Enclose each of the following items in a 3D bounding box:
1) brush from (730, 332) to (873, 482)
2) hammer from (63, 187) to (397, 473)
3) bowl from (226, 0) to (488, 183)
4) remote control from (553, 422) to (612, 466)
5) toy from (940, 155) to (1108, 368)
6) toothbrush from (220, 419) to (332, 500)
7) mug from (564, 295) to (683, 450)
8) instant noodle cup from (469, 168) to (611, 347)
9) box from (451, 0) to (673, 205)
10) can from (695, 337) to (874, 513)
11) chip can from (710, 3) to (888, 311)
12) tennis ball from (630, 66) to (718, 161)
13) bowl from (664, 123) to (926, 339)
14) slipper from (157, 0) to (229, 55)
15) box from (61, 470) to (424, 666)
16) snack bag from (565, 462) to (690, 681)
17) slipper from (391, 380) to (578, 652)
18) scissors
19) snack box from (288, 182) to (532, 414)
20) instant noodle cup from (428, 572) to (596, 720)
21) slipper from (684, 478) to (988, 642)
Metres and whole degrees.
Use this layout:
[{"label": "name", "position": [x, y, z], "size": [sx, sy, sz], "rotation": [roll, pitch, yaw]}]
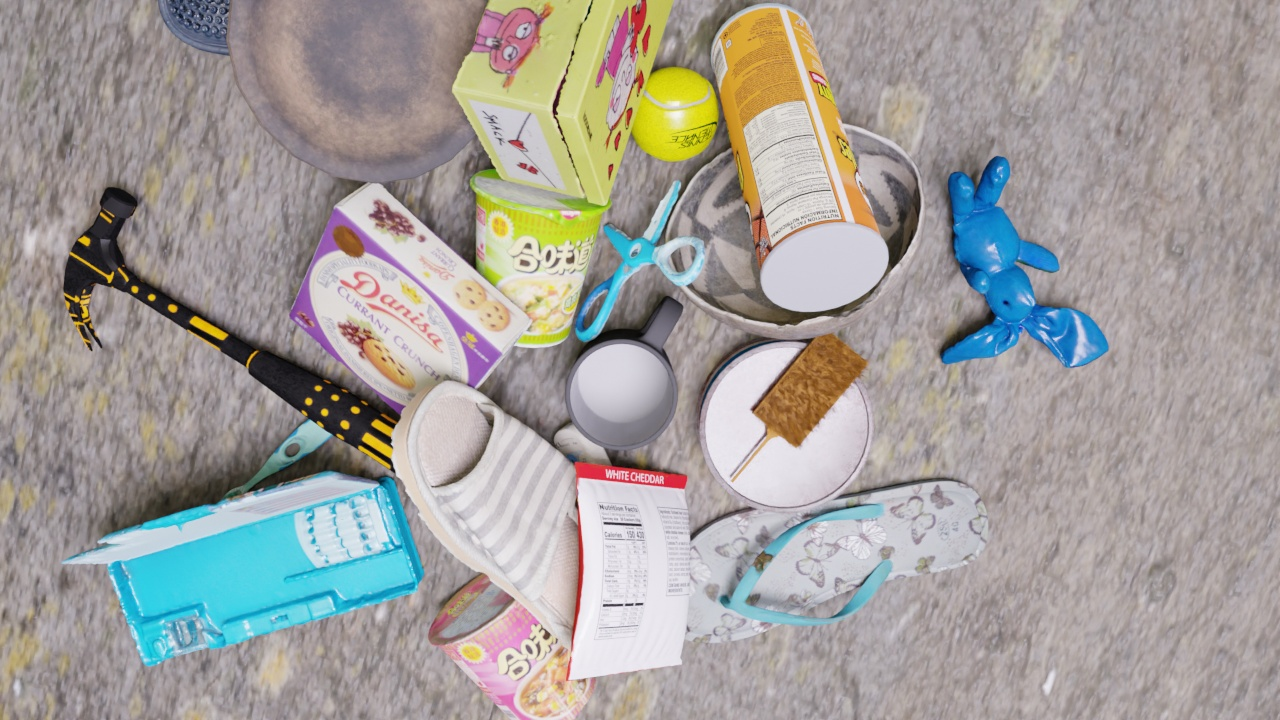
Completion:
[{"label": "brush", "position": [0.111, 0.038, 0.667], "size": [0.048, 0.017, 0.126], "rotation": [38, 96, -5]}, {"label": "hammer", "position": [-0.290, 0.003, 0.687], "size": [0.320, 0.036, 0.123], "rotation": [32, 107, 2]}, {"label": "bowl", "position": [-0.175, -0.197, 0.585], "size": [0.162, 0.070, 0.162], "rotation": [-7, 108, -22]}, {"label": "remote control", "position": [-0.028, 0.105, 0.713], "size": [0.018, 0.038, 0.125], "rotation": [-32, 99, -40]}, {"label": "toy", "position": [0.262, -0.063, 0.678], "size": [0.113, 0.071, 0.176], "rotation": [-25, 107, 5]}, {"label": "toothbrush", "position": [-0.278, 0.075, 0.718], "size": [0.135, 0.017, 0.022], "rotation": [-38, 95, 5]}, {"label": "mug", "position": [-0.004, 0.004, 0.674], "size": [0.078, 0.088, 0.113], "rotation": [32, 96, -4]}, {"label": "instant noodle cup", "position": [-0.078, -0.072, 0.658], "size": [0.099, 0.098, 0.108], "rotation": [11, 116, -2]}, {"label": "box", "position": [-0.033, -0.229, 0.592], "size": [0.083, 0.124, 0.220], "rotation": [17, 75, 11]}, {"label": "can", "position": [0.108, 0.048, 0.701], "size": [0.130, 0.044, 0.130], "rotation": [0, 97, 0]}, {"label": "chip can", "position": [0.097, -0.138, 0.599], "size": [0.075, 0.075, 0.214], "rotation": [-7, 54, 1]}, {"label": "tennis ball", "position": [0.024, -0.177, 0.662], "size": [0.065, 0.065, 0.065], "rotation": [0, 97, 0]}, {"label": "bowl", "position": [0.113, -0.079, 0.651], "size": [0.179, 0.081, 0.178], "rotation": [-9, 56, 14]}, {"label": "slipper", "position": [-0.217, -0.253, 0.645], "size": [0.263, 0.082, 0.101], "rotation": [7, 95, -1]}, {"label": "box", "position": [-0.299, 0.140, 0.696], "size": [0.227, 0.085, 0.169], "rotation": [-16, 132, 2]}, {"label": "snack bag", "position": [-0.004, 0.151, 0.664], "size": [0.039, 0.130, 0.144], "rotation": [-6, 77, 38]}, {"label": "slipper", "position": [-0.071, 0.122, 0.647], "size": [0.054, 0.114, 0.273], "rotation": [-16, 128, 27]}, {"label": "scissors", "position": [-0.004, -0.066, 0.651], "size": [0.011, 0.134, 0.140], "rotation": [28, 101, -37]}, {"label": "snack box", "position": [-0.167, -0.030, 0.651], "size": [0.143, 0.040, 0.148], "rotation": [42, 138, -4]}, {"label": "instant noodle cup", "position": [-0.092, 0.223, 0.705], "size": [0.098, 0.097, 0.108], "rotation": [-31, 105, 3]}, {"label": "slipper", "position": [0.141, 0.152, 0.712], "size": [0.269, 0.054, 0.098], "rotation": [-18, 93, 1]}]
